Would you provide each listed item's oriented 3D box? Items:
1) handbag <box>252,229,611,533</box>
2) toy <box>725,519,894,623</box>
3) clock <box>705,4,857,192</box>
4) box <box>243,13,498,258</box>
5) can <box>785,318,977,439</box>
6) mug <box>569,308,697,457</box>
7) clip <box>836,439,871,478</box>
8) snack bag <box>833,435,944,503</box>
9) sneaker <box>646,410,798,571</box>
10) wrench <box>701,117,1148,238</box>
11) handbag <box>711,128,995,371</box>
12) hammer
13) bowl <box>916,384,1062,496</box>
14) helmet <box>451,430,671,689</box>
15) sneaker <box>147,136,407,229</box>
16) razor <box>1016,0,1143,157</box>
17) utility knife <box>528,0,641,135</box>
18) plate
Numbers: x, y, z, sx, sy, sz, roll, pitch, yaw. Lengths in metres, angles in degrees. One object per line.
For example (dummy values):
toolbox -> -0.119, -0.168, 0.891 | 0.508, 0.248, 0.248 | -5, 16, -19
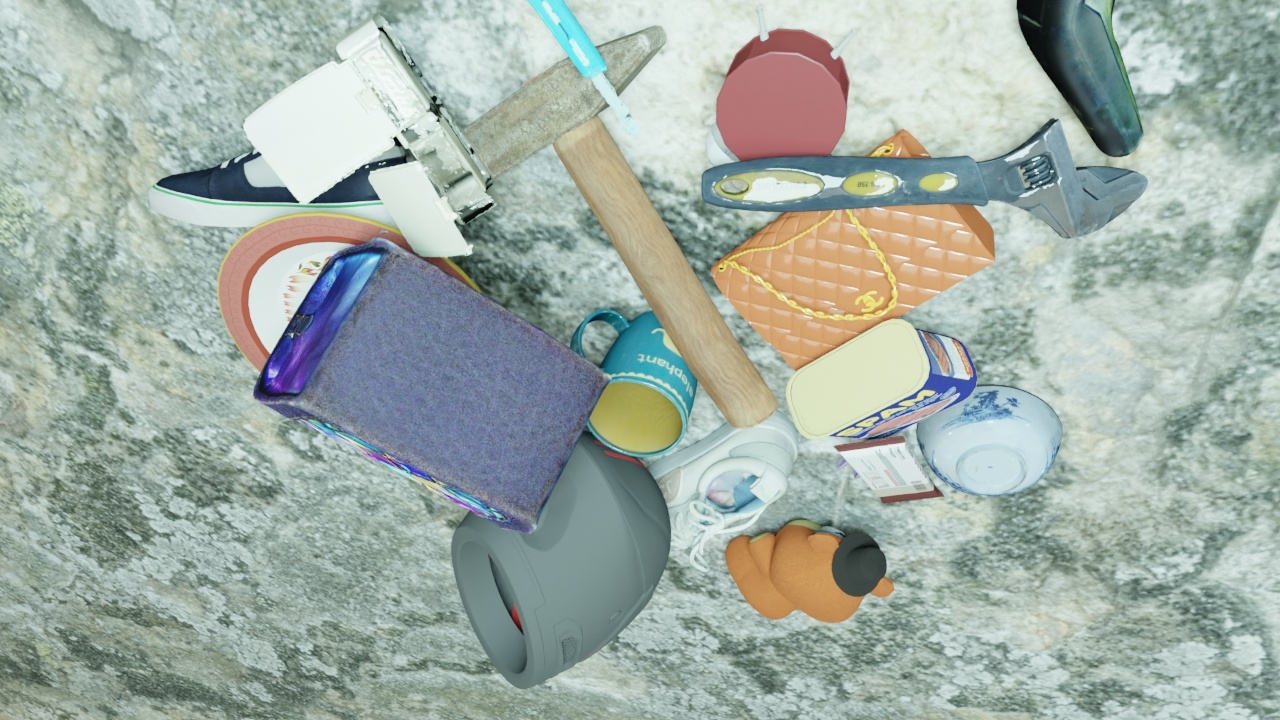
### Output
handbag -> -0.149, 0.021, 0.647 | 0.205, 0.125, 0.222 | 32, 166, -20
toy -> 0.160, 0.204, 0.874 | 0.112, 0.096, 0.176 | 41, 157, -19
clock -> 0.091, -0.161, 0.606 | 0.087, 0.044, 0.125 | 15, 133, 3
box -> -0.175, -0.130, 0.596 | 0.106, 0.193, 0.143 | -33, 114, 3
can -> 0.186, 0.019, 0.700 | 0.092, 0.056, 0.117 | 8, 148, -46
mug -> -0.004, 0.004, 0.740 | 0.112, 0.104, 0.085 | 36, 132, -12
clip -> 0.197, 0.084, 0.811 | 0.035, 0.013, 0.052 | 28, 130, -10
snack bag -> 0.213, 0.095, 0.778 | 0.057, 0.013, 0.158 | -13, 150, 25
sneaker -> 0.049, 0.138, 0.851 | 0.089, 0.090, 0.243 | 35, 132, -16
wrench -> 0.176, -0.113, 0.583 | 0.273, 0.022, 0.073 | 0, 108, 7
handbag -> 0.147, -0.072, 0.660 | 0.109, 0.060, 0.172 | 44, 128, -16
hammer -> 0.016, -0.077, 0.663 | 0.158, 0.037, 0.301 | -24, 107, 32
bowl -> 0.286, 0.077, 0.754 | 0.114, 0.045, 0.114 | 9, 132, 10
helmet -> -0.059, 0.161, 0.803 | 0.164, 0.169, 0.265 | 45, 145, 32
sneaker -> -0.284, -0.147, 0.720 | 0.235, 0.084, 0.079 | 4, 107, 17
razor -> 0.267, -0.184, 0.535 | 0.067, 0.053, 0.151 | -34, 122, 15
utility knife -> -0.041, -0.207, 0.586 | 0.022, 0.015, 0.151 | -37, 87, 28
plate -> -0.219, -0.027, 0.732 | 0.230, 0.021, 0.230 | 5, 134, 5
